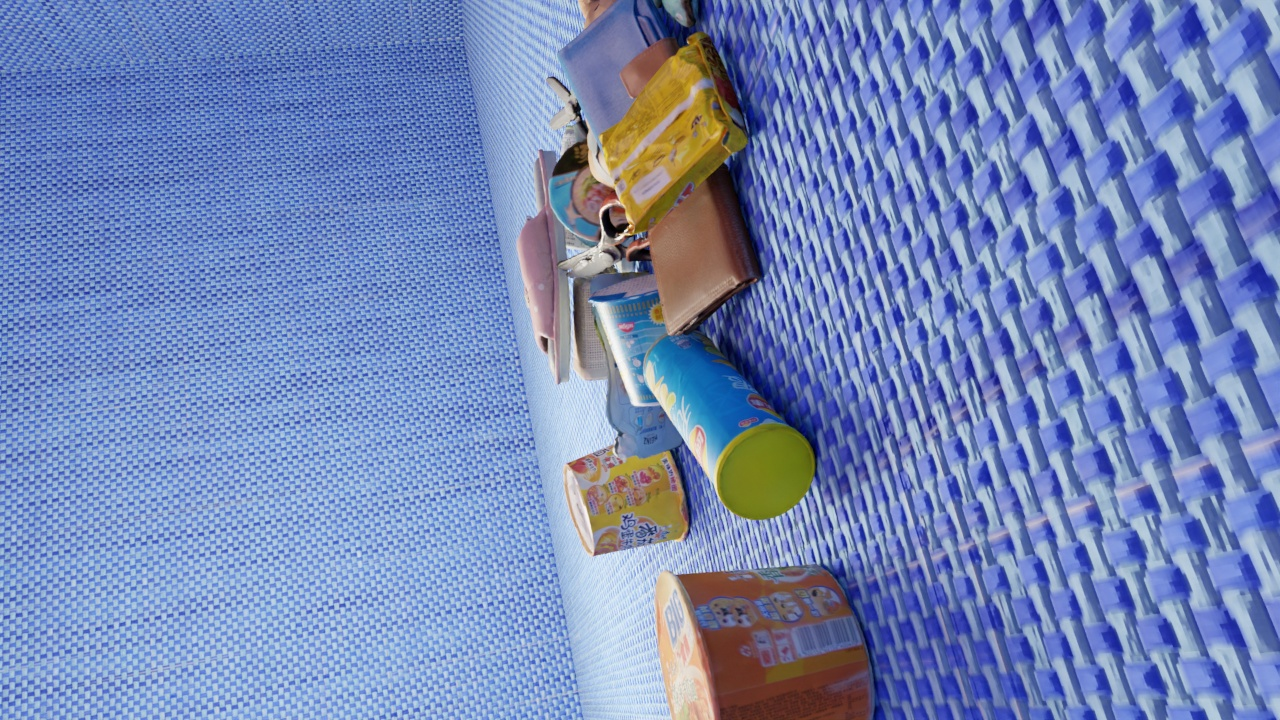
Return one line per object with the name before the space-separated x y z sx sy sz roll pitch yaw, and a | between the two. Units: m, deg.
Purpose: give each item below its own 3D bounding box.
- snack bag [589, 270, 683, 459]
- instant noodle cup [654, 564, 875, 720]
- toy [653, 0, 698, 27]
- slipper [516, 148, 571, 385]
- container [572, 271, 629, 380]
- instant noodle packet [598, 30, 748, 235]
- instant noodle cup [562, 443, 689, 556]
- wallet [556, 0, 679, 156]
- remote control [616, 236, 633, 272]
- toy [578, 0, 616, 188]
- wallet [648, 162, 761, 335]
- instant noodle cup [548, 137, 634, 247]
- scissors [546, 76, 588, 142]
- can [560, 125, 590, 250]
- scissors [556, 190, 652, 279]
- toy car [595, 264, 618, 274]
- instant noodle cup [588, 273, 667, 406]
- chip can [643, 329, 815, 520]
snack bag | -0.006 0.005 0.931 0.110 0.039 0.191 -14 -84 -61
instant noodle cup | 0.082 0.208 0.622 0.151 0.111 0.151 171 91 -78
toy | 0.027 -0.304 0.722 0.097 0.030 0.091 92 160 -50
slipper | -0.109 -0.107 1.035 0.114 0.054 0.274 108 157 -78
container | -0.032 -0.042 1.049 0.090 0.090 0.111 -141 47 -74
instant noodle packet | 0.021 -0.164 0.690 0.129 0.044 0.110 -38 52 37
instant noodle cup | -0.021 0.154 1.042 0.138 0.109 0.138 165 90 -74
wallet | -0.006 -0.223 0.756 0.107 0.040 0.133 -28 86 35
remote control | -0.035 -0.165 1.136 0.150 0.021 0.058 -117 22 -55
toy | -0.020 -0.272 0.848 0.144 0.082 0.226 157 107 -65
wallet | 0.048 -0.084 0.728 0.125 0.032 0.101 -40 57 59
instant noodle cup | -0.039 -0.165 0.972 0.120 0.111 0.111 124 137 -84
scissors | -0.048 -0.270 1.035 0.171 0.019 0.180 -21 93 54
can | -0.074 -0.210 1.124 0.058 0.058 0.147 -145 62 -74
scissors | -0.033 -0.116 0.876 0.015 0.207 0.193 -64 -28 -22
toy car | -0.039 -0.096 1.153 0.035 0.042 0.090 37 -171 -27
instant noodle cup | 0.011 -0.019 0.864 0.099 0.099 0.110 -137 31 -72
chip can | 0.060 0.040 0.707 0.210 0.071 0.071 -124 28 -65
